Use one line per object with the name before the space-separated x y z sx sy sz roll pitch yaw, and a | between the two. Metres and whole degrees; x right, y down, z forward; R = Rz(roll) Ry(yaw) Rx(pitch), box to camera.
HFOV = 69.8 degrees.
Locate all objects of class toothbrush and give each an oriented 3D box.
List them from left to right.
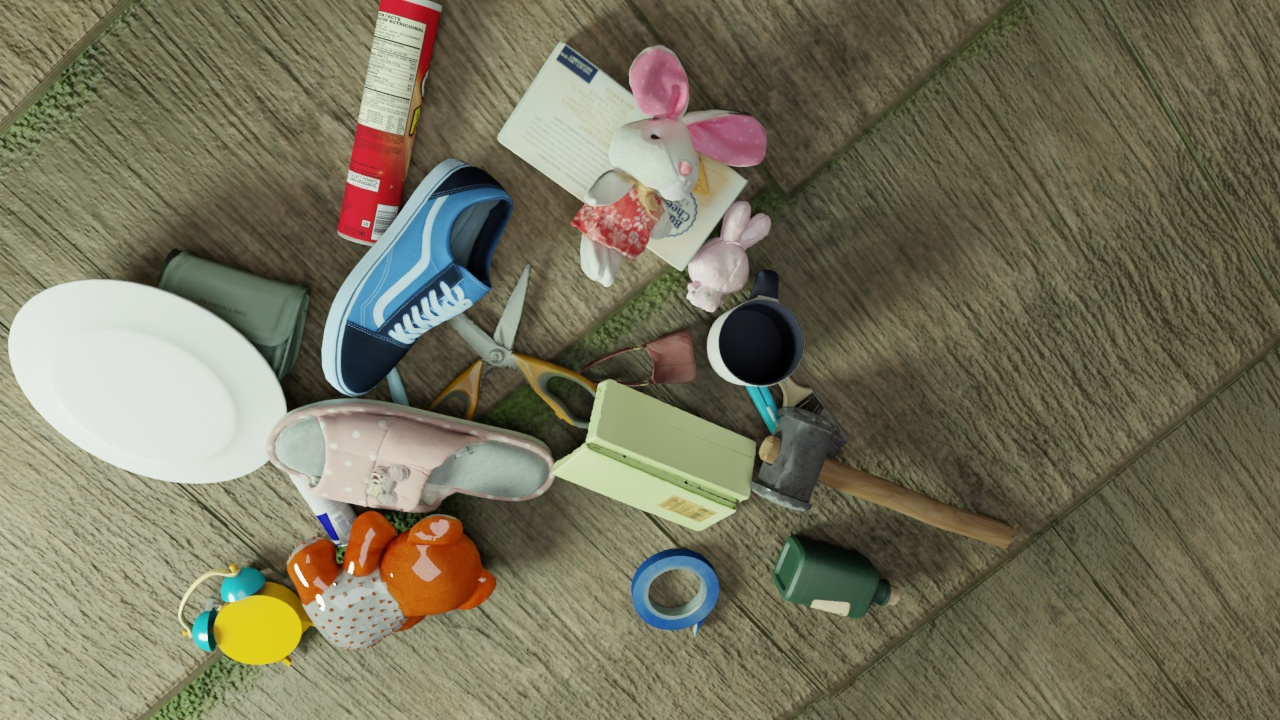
toothbrush | -0.243 0.010 0.893 0.022 0.016 0.155 -12 108 6

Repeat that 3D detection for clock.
clock | -0.402 0.263 0.940 0.129 0.043 0.099 34 100 -22

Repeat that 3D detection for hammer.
hammer | 0.264 0.142 0.961 0.328 0.052 0.098 22 87 -20

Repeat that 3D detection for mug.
mug | 0.110 -0.031 0.872 0.078 0.097 0.112 12 89 -2

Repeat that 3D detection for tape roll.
tape roll | 0.037 0.249 0.995 0.093 0.016 0.091 21 103 -12

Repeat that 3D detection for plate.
plate | -0.443 0.031 0.827 0.242 0.016 0.243 2 129 2

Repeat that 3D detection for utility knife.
utility knife | 0.142 0.064 0.954 0.022 0.015 0.162 -32 110 -5

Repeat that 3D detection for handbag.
handbag | -0.377 -0.035 0.840 0.122 0.067 0.106 17 103 -11
handbag | -0.005 0.005 0.915 0.119 0.029 0.055 -10 109 2

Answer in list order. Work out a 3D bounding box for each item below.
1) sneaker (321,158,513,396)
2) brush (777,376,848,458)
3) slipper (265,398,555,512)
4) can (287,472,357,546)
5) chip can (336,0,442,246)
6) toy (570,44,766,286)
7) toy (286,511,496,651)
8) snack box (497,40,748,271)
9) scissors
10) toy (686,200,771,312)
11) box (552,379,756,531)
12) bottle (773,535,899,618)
sneaker | -0.195 -0.061 0.816 0.241 0.098 0.083 -57 147 4
brush | 0.165 0.043 0.949 0.039 0.012 0.151 -38 107 5
slipper | -0.213 0.100 0.878 0.274 0.054 0.114 8 127 -18
can | -0.313 0.141 0.916 0.032 0.032 0.095 -26 108 2
chip can | -0.223 -0.210 0.811 0.052 0.051 0.215 13 105 -10
toy | 0.006 -0.154 0.777 0.159 0.084 0.194 28 103 -42
toy | -0.242 0.214 0.912 0.172 0.092 0.164 -21 126 0
snack box | -0.016 -0.185 0.838 0.208 0.057 0.104 34 101 -14
scissors | -0.130 0.017 0.902 0.229 0.016 0.225 25 104 -8
toy | 0.081 -0.100 0.879 0.063 0.047 0.110 25 102 -44
box | 0.021 0.104 0.913 0.188 0.066 0.128 26 104 -24
bottle | 0.216 0.237 0.987 0.131 0.061 0.061 17 102 -11
